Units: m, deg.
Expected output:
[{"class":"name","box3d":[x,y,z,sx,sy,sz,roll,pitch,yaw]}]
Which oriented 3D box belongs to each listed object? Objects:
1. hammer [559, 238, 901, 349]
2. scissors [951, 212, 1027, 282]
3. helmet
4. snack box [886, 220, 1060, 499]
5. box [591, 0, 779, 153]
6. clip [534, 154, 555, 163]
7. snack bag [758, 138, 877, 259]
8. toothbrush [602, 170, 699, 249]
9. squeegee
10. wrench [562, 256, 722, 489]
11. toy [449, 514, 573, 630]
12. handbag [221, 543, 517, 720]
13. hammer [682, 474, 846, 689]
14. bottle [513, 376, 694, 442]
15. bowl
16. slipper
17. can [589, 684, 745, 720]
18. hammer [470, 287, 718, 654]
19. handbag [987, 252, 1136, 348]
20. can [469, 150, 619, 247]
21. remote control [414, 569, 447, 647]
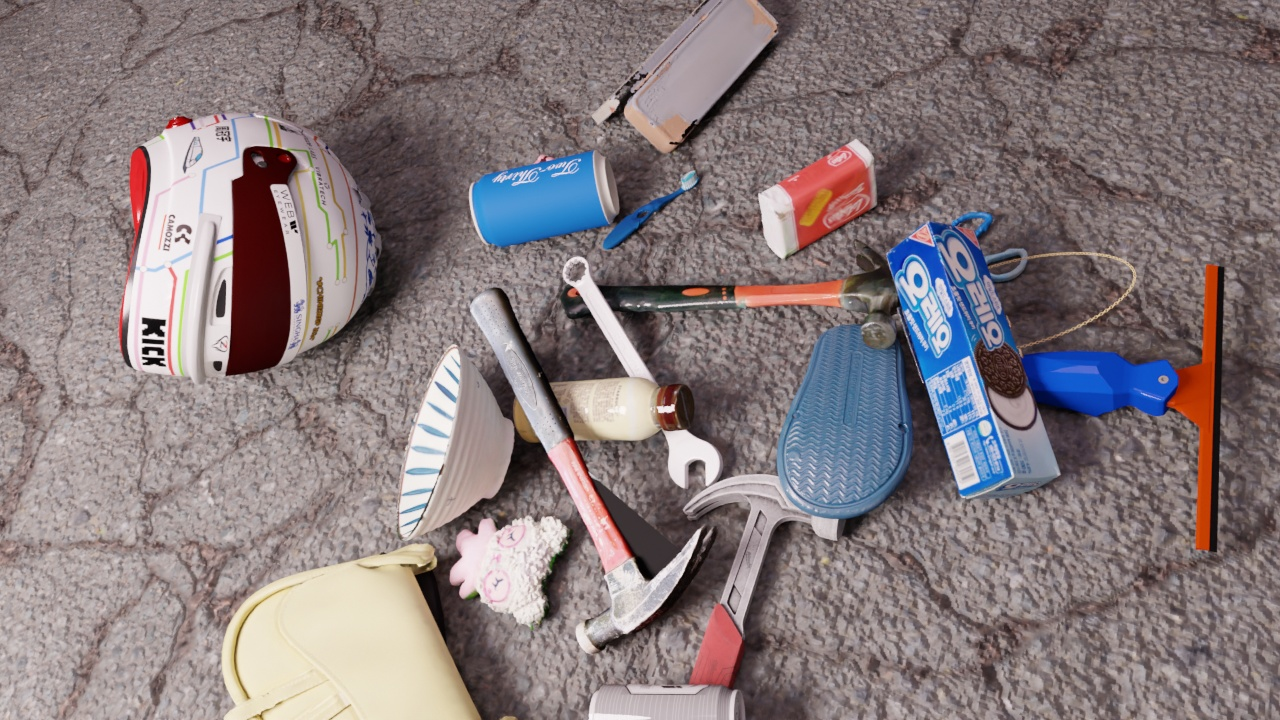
[{"class":"hammer","box3d":[0.076,-0.061,0.874,0.334,0.033,0.132,0,41,20]},{"class":"scissors","box3d":[0.298,-0.083,0.852,0.131,0.019,0.105,-45,56,-10]},{"class":"helmet","box3d":[-0.386,-0.115,0.929,0.235,0.232,0.314,1,43,-27]},{"class":"snack box","box3d":[0.266,-0.002,0.746,0.059,0.059,0.226,3,63,-28]},{"class":"box","box3d":[0.054,-0.332,1.060,0.105,0.096,0.216,41,72,-4]},{"class":"clip","box3d":[-0.114,-0.210,1.041,0.037,0.022,0.058,19,64,29]},{"class":"snack bag","box3d":[0.173,-0.156,0.891,0.116,0.077,0.036,-30,53,-4]},{"class":"toothbrush","box3d":[0.011,-0.160,0.977,0.132,0.016,0.021,-38,54,-11]},{"class":"squeegee","box3d":[0.361,0.018,0.742,0.185,0.055,0.248,3,61,30]},{"class":"wrench","box3d":[-0.005,0.005,0.852,0.047,0.009,0.273,-38,62,13]},{"class":"toy","box3d":[-0.119,0.174,0.789,0.109,0.041,0.095,3,61,24]},{"class":"handbag","box3d":[-0.219,0.256,0.725,0.191,0.088,0.232,-37,56,-3]},{"class":"hammer","box3d":[0.058,0.233,0.705,0.126,0.036,0.315,11,63,24]},{"class":"bottle","box3d":[-0.033,0.044,0.817,0.162,0.056,0.056,-3,57,27]},{"class":"bowl","box3d":[-0.158,0.080,0.820,0.071,0.178,0.177,17,55,-22]},{"class":"slipper","box3d":[0.178,0.049,0.772,0.104,0.059,0.213,7,46,18]},{"class":"can","box3d":[0.019,0.256,0.659,0.107,0.044,0.043,-6,57,18]},{"class":"hammer","box3d":[-0.059,0.067,0.773,0.141,0.036,0.326,-37,66,16]},{"class":"handbag","box3d":[0.343,-0.055,0.805,0.178,0.027,0.084,-15,64,6]},{"class":"can","box3d":[-0.101,-0.171,0.976,0.146,0.079,0.078,-10,56,9]},{"class":"remote control","box3d":[-0.187,0.229,0.788,0.039,0.010,0.124,-23,56,1]}]
